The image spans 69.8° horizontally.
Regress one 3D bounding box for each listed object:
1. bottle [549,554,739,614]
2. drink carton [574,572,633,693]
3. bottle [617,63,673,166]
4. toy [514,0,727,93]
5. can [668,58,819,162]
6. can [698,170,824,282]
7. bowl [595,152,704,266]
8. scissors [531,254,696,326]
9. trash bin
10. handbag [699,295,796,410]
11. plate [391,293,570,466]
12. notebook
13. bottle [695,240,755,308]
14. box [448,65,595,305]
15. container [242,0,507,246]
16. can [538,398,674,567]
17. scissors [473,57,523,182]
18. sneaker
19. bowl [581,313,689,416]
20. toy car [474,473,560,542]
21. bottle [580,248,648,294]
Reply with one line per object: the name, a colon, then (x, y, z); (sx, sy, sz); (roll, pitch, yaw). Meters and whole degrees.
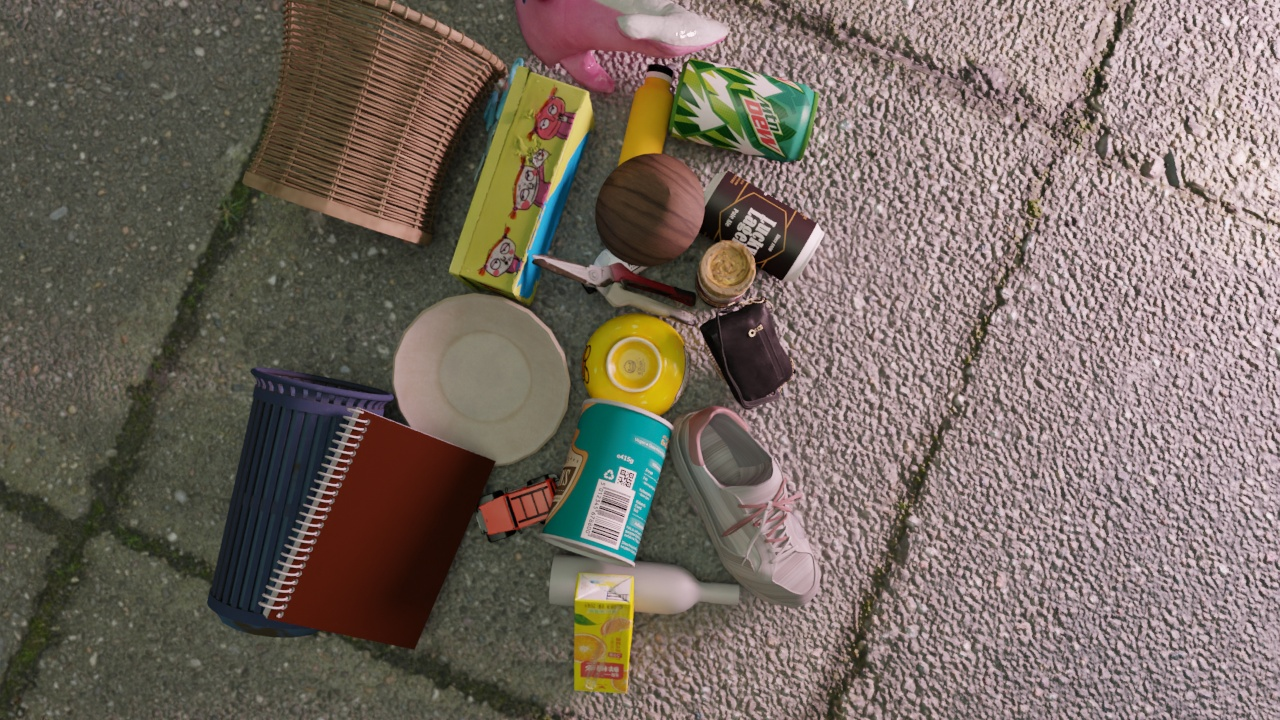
bottle: (0.005, 0.237, 0.961); (0.195, 0.052, 0.052); (5, 87, 1)
drink carton: (-0.038, 0.280, 0.933); (0.058, 0.042, 0.135); (4, 122, 1)
bottle: (0.006, -0.246, 0.990); (0.043, 0.043, 0.143); (13, 87, 2)
toy: (-0.045, -0.344, 0.956); (0.266, 0.186, 0.128); (30, 122, 33)
can: (0.108, -0.262, 0.968); (0.144, 0.083, 0.083); (14, 87, 2)
can: (0.122, -0.141, 0.968); (0.128, 0.072, 0.072); (31, 88, 2)
bowl: (0.004, -0.158, 0.940); (0.119, 0.032, 0.119); (-1, 86, 18)
scissors: (-0.021, -0.082, 0.948); (0.189, 0.015, 0.139); (45, 54, -13)
trash bin: (-0.348, 0.143, 0.933); (0.139, 0.139, 0.249); (12, 89, 2)
handbag: (0.117, -0.007, 0.957); (0.079, 0.054, 0.128); (-33, 120, -7)
plate: (-0.168, 0.021, 0.973); (0.189, 0.027, 0.189); (1, 105, 4)
notebook: (-0.256, 0.169, 0.908); (0.171, 0.022, 0.209); (28, 81, -38)
bottle: (0.086, -0.087, 0.949); (0.056, 0.105, 0.056); (0, 87, 1)
box: (-0.121, -0.172, 0.952); (0.079, 0.124, 0.221); (21, 90, 2)
container: (-0.273, -0.239, 0.916); (0.227, 0.226, 0.196); (19, 94, 2)
can: (-0.033, 0.124, 0.928); (0.099, 0.099, 0.143); (17, 73, 2)
scissors: (-0.159, -0.252, 0.972); (0.015, 0.118, 0.139); (24, 91, -25)
sneaker: (0.116, 0.148, 0.936); (0.099, 0.090, 0.236); (-32, 86, -18)
bowl: (-0.006, 0.006, 0.966); (0.117, 0.067, 0.117); (0, 87, 1)
toy car: (-0.126, 0.155, 0.970); (0.100, 0.049, 0.051); (-19, 87, 0)
bottle: (-0.013, -0.111, 0.985); (0.116, 0.041, 0.041); (-33, 87, 0)
